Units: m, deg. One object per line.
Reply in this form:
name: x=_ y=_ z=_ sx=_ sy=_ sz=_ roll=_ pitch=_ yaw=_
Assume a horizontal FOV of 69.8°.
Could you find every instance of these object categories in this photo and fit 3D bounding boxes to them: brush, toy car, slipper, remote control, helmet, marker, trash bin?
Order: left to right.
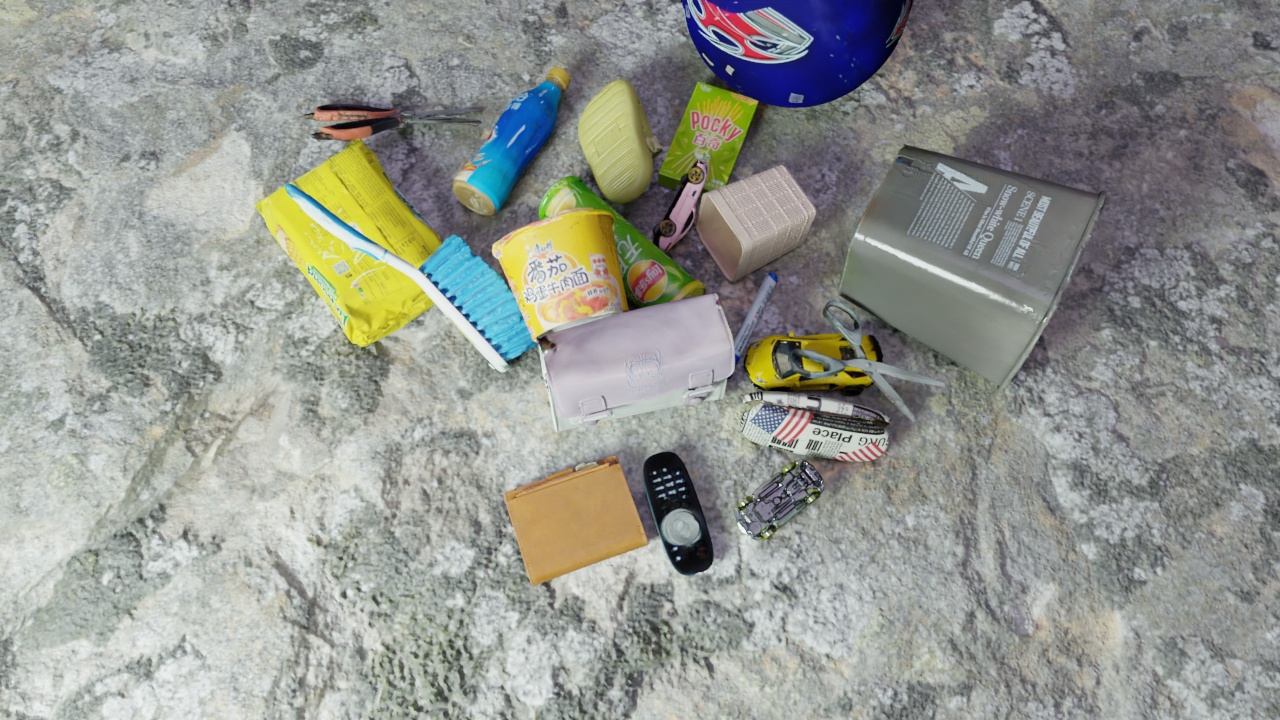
brush: x=-0.242 y=-0.106 z=1.018 sx=0.109 sy=0.060 sz=0.314 roll=-43 pitch=101 yaw=-8
slipper: x=-0.019 y=-0.261 z=1.138 sx=0.092 sy=0.081 sz=0.190 roll=-30 pitch=53 yaw=24
remote control: x=0.039 y=0.164 z=0.983 sx=0.053 sy=0.024 sz=0.136 roll=-15 pitch=69 yaw=-9
toy car: x=0.051 y=-0.183 z=1.102 sx=0.037 sy=0.056 sz=0.122 roll=28 pitch=89 yaw=-11
marker: x=0.128 y=-0.042 z=1.077 sx=0.017 sy=0.017 sz=0.145 roll=25 pitch=69 yaw=9
helmet: x=0.168 y=-0.452 z=1.135 sx=0.315 sy=0.247 sz=0.240 roll=42 pitch=89 yaw=24
toy car: x=0.149 y=0.151 z=0.988 sx=0.105 sy=0.032 sz=0.048 roll=-38 pitch=73 yaw=-4
toy car: x=0.196 y=0.003 z=1.047 sx=0.156 sy=0.041 sz=0.071 roll=-1 pitch=67 yaw=0
trash bin: x=0.359 y=-0.115 z=1.025 sx=0.220 sy=0.199 sz=0.198 roll=27 pitch=69 yaw=16

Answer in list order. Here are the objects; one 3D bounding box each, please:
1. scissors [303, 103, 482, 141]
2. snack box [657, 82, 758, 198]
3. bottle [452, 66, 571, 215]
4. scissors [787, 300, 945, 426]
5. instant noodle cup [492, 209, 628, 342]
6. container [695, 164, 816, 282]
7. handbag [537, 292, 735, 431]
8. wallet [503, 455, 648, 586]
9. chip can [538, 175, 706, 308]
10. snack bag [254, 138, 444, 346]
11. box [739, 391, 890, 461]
scissors: x=-0.316 y=-0.303 z=1.154 sx=0.190 sy=0.015 sz=0.220 roll=23 pitch=37 yaw=30
snack box: x=0.087 y=-0.280 z=1.171 sx=0.086 sy=0.026 sz=0.156 roll=20 pitch=68 yaw=6
bottle: x=-0.151 y=-0.280 z=1.145 sx=0.065 sy=0.065 sz=0.218 roll=27 pitch=69 yaw=10
scissors: x=0.248 y=0.002 z=1.018 sx=0.181 sy=0.014 sz=0.159 roll=2 pitch=60 yaw=-6
instant noodle cup: x=-0.079 y=-0.086 z=0.989 sx=0.138 sy=0.138 sz=0.109 roll=-16 pitch=84 yaw=-8
container: x=0.139 y=-0.166 z=1.092 sx=0.110 sy=0.090 sz=0.090 roll=-26 pitch=70 yaw=-15
handbag: x=-0.006 y=0.006 z=0.984 sx=0.197 sy=0.145 sz=0.098 roll=-13 pitch=65 yaw=-6
wallet: x=-0.070 y=0.167 z=0.976 sx=0.131 sy=0.031 sz=0.107 roll=-18 pitch=72 yaw=-10
chip can: x=-0.026 y=-0.129 z=1.080 sx=0.221 sy=0.073 sz=0.072 roll=43 pitch=72 yaw=15
snack bag: x=-0.330 y=-0.142 z=1.082 sx=0.157 sy=0.068 sz=0.246 roll=-37 pitch=74 yaw=-15
box: x=0.190 y=0.077 z=1.002 sx=0.163 sy=0.075 sz=0.081 roll=12 pitch=76 yaw=1
